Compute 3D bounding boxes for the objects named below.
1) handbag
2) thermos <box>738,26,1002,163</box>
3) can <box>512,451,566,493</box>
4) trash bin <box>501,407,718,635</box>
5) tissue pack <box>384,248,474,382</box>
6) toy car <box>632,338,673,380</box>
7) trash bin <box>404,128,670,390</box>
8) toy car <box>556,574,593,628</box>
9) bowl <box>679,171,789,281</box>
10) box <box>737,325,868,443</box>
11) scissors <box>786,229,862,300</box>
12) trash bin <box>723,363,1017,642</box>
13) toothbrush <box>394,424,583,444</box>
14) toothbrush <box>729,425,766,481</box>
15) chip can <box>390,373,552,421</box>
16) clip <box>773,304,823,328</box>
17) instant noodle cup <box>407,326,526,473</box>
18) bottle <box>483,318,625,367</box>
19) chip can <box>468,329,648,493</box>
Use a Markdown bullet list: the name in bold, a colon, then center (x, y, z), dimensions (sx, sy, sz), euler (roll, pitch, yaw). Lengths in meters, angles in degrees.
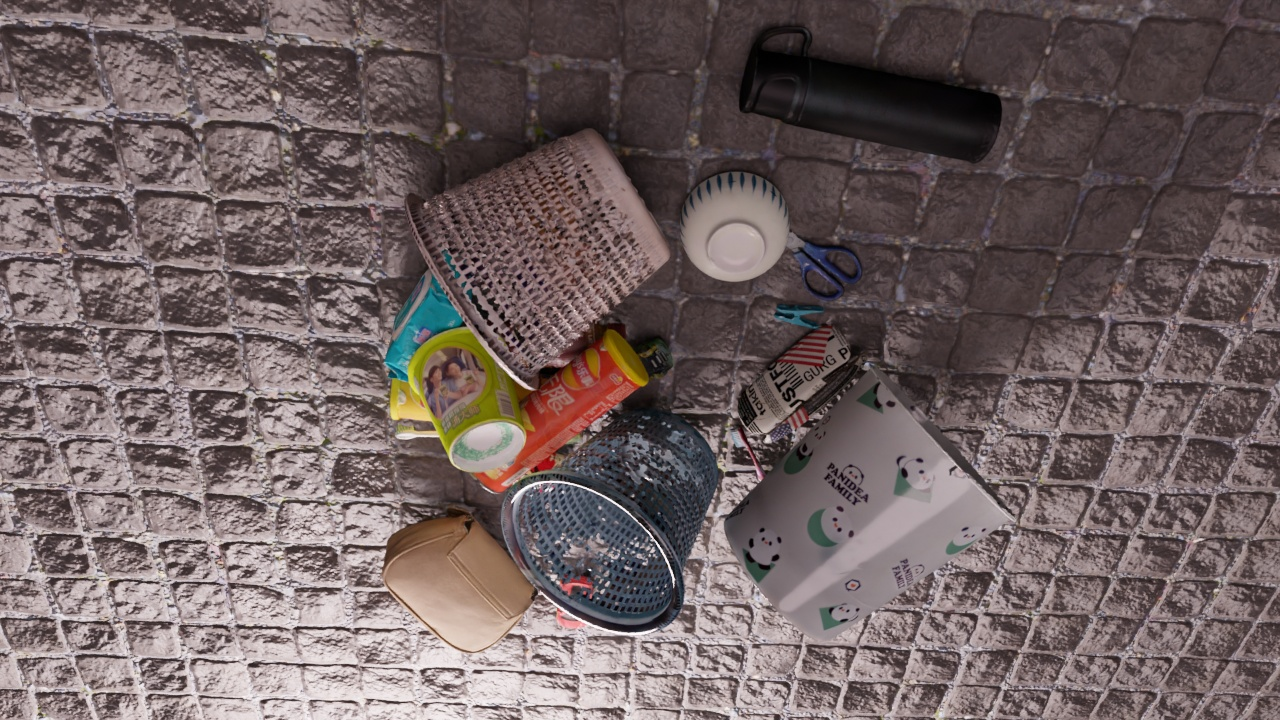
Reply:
- **handbag**: center (-0.240, 0.287, 1.218), dimensions (0.148, 0.099, 0.204), euler (-29, 120, 8)
- **thermos**: center (0.222, -0.257, 0.883), dimensions (0.242, 0.068, 0.090), euler (10, 101, -8)
- **can**: center (-0.150, 0.127, 1.135), dimensions (0.132, 0.053, 0.053), euler (18, 121, -13)
- **trash bin**: center (-0.014, 0.166, 1.057), dimensions (0.227, 0.194, 0.227), euler (16, 127, 22)
- **tissue pack**: center (-0.230, -0.047, 0.994), dimensions (0.050, 0.093, 0.134), euler (28, 118, -23)
- **toy car**: center (-0.006, 0.006, 1.068), dimensions (0.091, 0.036, 0.043), euler (-25, 122, 13)
- **trash bin**: center (-0.087, -0.114, 0.897), dimensions (0.192, 0.227, 0.227), euler (-32, 119, 4)
- **toy car**: center (-0.093, 0.343, 1.295), dimensions (0.049, 0.031, 0.106), euler (6, 125, -4)
- **bowl**: center (0.098, -0.130, 0.955), dimensions (0.116, 0.066, 0.117), euler (2, 125, 3)
- **box**: center (0.197, 0.036, 1.087), dimensions (0.163, 0.076, 0.088), euler (-44, 139, 21)
- **scissors**: center (0.176, -0.134, 0.994), dimensions (0.108, 0.012, 0.175), euler (-23, 120, 15)
- **trash bin**: center (0.247, 0.170, 1.042), dimensions (0.252, 0.229, 0.229), euler (-44, 115, 13)
- **toothbrush**: center (-0.177, 0.088, 1.094), dimensions (0.224, 0.027, 0.027), euler (1, 130, -19)
- **toothbrush**: center (0.156, 0.154, 1.183), dimensions (0.017, 0.016, 0.188), euler (-16, 123, 20)
- **chip can**: center (-0.179, 0.043, 1.069), dimensions (0.213, 0.072, 0.072), euler (5, 123, -6)
- **clip**: center (0.180, -0.052, 1.048), dimensions (0.056, 0.013, 0.039), euler (7, 122, -5)
- **instant noodle cup**: center (-0.174, 0.047, 0.951), dimensions (0.111, 0.123, 0.112), euler (-16, 140, -14)
- **bottle**: center (-0.104, -0.020, 1.035), dimensions (0.175, 0.057, 0.058), euler (-2, 124, 0)
- **chip can**: center (-0.093, 0.058, 1.002), dimensions (0.217, 0.073, 0.073), euler (-39, 117, 13)
